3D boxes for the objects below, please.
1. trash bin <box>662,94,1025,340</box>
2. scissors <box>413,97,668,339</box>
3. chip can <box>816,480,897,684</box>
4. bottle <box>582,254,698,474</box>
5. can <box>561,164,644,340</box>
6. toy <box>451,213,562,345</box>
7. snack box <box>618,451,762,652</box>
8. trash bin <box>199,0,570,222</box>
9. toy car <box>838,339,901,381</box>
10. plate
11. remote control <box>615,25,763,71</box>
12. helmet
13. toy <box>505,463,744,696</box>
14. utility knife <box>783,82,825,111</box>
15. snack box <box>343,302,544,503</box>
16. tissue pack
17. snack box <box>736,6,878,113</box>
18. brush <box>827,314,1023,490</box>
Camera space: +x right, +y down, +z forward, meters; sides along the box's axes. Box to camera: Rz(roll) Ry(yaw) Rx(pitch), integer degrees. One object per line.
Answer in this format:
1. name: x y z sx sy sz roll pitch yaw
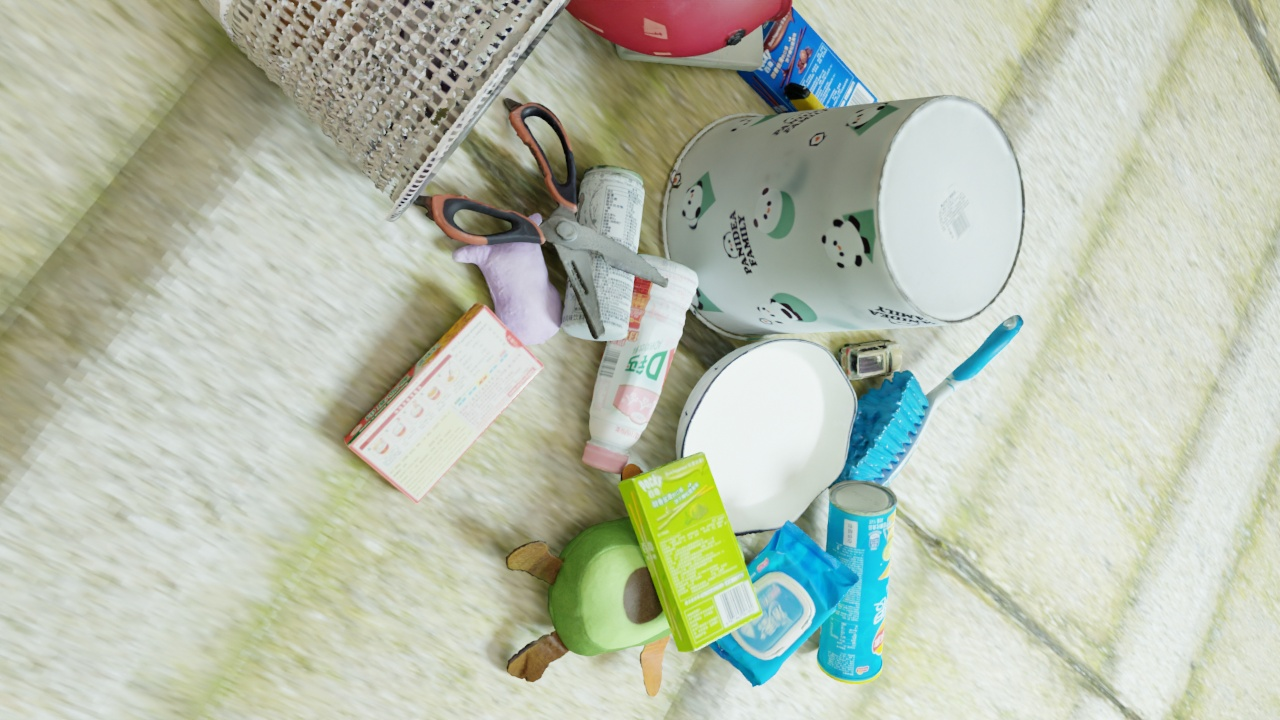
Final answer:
1. trash bin: 0.182 -0.128 0.832 0.229 0.252 0.229 -3 95 -33
2. scissors: -0.075 -0.122 0.765 0.226 0.015 0.188 16 73 -6
3. chip can: 0.228 0.235 0.973 0.071 0.071 0.210 -13 114 -31
4. bottle: -0.005 0.005 0.838 0.068 0.068 0.197 19 86 -32
5. can: -0.032 -0.093 0.804 0.058 0.058 0.146 14 77 -32
6. toy: -0.105 -0.061 0.784 0.083 0.039 0.108 -25 113 -16
7. snack box: 0.045 0.167 0.810 0.085 0.026 0.156 -17 84 -36
8. trash bin: -0.179 -0.242 0.635 0.192 0.228 0.227 38 74 -16
9. toy car: 0.259 0.000 1.022 0.090 0.035 0.042 -7 100 -35
10. plate: 0.120 0.072 0.910 0.204 0.045 0.205 -10 113 -24
11. remote control: 0.046 -0.305 0.858 0.149 0.021 0.058 -2 88 -23
12. helmet: -0.004 -0.324 0.722 0.144 0.240 0.207 -38 154 6
13. toy: -0.006 0.204 0.839 0.246 0.090 0.227 -11 107 -28
14. utility knife: 0.220 -0.216 0.952 0.219 0.033 0.015 36 84 -33
15. snack box: -0.159 0.034 0.753 0.155 0.027 0.077 -48 116 -11
16. tissue pack: 0.131 0.241 0.904 0.095 0.052 0.157 42 101 9
17. snack box: 0.175 -0.284 0.949 0.157 0.026 0.084 35 77 -29
18. brush: 0.319 0.040 1.033 0.314 0.060 0.109 -51 124 -7
